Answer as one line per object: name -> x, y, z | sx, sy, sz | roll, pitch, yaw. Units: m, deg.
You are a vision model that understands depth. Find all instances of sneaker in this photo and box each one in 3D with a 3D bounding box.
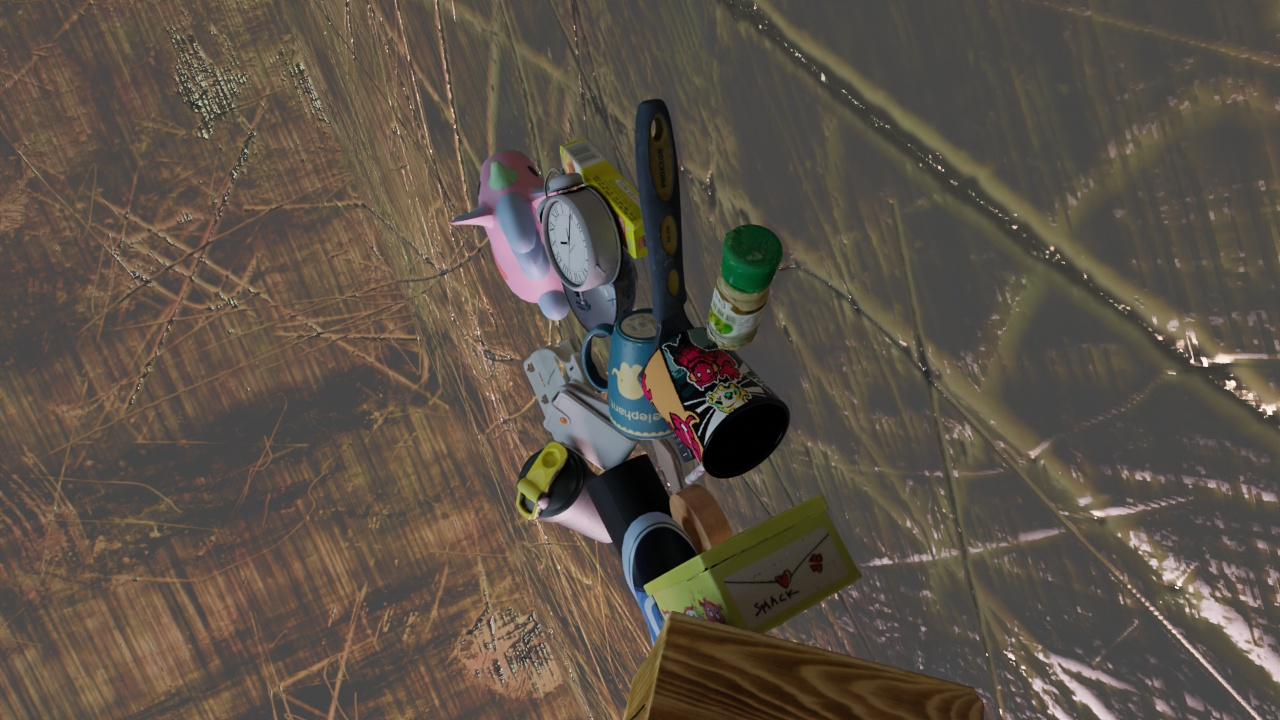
sneaker -> 0.049, 0.276, 0.979 | 0.098, 0.083, 0.241 | 32, 140, 58

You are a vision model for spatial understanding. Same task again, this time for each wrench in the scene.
wrench -> 0.021, -0.078, 0.764 | 0.022, 0.073, 0.274 | 38, 141, 54

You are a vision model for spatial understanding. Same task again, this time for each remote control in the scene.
remote control -> 0.028, 0.040, 0.957 | 0.136, 0.015, 0.032 | 66, 162, 9

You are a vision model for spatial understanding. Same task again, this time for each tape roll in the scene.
tape roll -> 0.067, 0.183, 1.001 | 0.094, 0.027, 0.094 | 54, 158, 33

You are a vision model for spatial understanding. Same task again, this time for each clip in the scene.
clip -> -0.080, 0.027, 1.205 | 0.153, 0.101, 0.126 | -30, 85, 43

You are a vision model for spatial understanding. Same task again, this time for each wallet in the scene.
wallet -> -0.055, 0.074, 1.119 | 0.118, 0.037, 0.116 | 36, 140, 3

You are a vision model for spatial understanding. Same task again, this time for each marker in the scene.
marker -> 0.066, 0.109, 0.940 | 0.013, 0.012, 0.142 | 62, 162, 13

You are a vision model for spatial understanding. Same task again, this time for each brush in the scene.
brush -> 0.040, 0.135, 1.047 | 0.050, 0.015, 0.136 | 46, 159, 49

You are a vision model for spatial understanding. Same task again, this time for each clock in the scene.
clock -> -0.061, -0.121, 0.852 | 0.122, 0.035, 0.095 | 63, 151, 12

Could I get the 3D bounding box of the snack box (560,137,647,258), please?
snack box -> -0.030, -0.154, 0.857 | 0.148, 0.028, 0.040 | 52, 157, 38

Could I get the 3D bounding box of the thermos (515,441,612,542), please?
thermos -> -0.084, 0.183, 1.212 | 0.098, 0.098, 0.221 | 55, -176, 32

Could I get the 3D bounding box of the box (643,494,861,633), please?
box -> 0.088, 0.192, 0.810 | 0.079, 0.124, 0.221 | 63, 164, 10

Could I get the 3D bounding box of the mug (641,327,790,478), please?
mug -> 0.069, 0.042, 0.765 | 0.098, 0.082, 0.118 | 50, -177, 40

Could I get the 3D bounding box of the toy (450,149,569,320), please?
toy -> -0.118, -0.125, 0.992 | 0.171, 0.120, 0.222 | -105, -3, -63

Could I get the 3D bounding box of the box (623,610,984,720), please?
box -> 0.084, 0.335, 0.710 | 0.280, 0.251, 0.191 | 101, -175, -62

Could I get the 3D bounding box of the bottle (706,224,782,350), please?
bottle -> 0.074, -0.051, 0.675 | 0.043, 0.043, 0.111 | 58, 161, 25

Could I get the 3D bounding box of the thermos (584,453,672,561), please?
thermos -> 0.015, 0.220, 1.098 | 0.198, 0.086, 0.086 | 62, 162, 12

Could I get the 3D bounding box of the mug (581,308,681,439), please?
mug -> -0.005, 0.005, 0.874 | 0.112, 0.084, 0.104 | 16, 129, 23

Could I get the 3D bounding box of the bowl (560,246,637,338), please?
bowl -> -0.035, -0.084, 0.918 | 0.114, 0.045, 0.114 | 39, 139, 45
